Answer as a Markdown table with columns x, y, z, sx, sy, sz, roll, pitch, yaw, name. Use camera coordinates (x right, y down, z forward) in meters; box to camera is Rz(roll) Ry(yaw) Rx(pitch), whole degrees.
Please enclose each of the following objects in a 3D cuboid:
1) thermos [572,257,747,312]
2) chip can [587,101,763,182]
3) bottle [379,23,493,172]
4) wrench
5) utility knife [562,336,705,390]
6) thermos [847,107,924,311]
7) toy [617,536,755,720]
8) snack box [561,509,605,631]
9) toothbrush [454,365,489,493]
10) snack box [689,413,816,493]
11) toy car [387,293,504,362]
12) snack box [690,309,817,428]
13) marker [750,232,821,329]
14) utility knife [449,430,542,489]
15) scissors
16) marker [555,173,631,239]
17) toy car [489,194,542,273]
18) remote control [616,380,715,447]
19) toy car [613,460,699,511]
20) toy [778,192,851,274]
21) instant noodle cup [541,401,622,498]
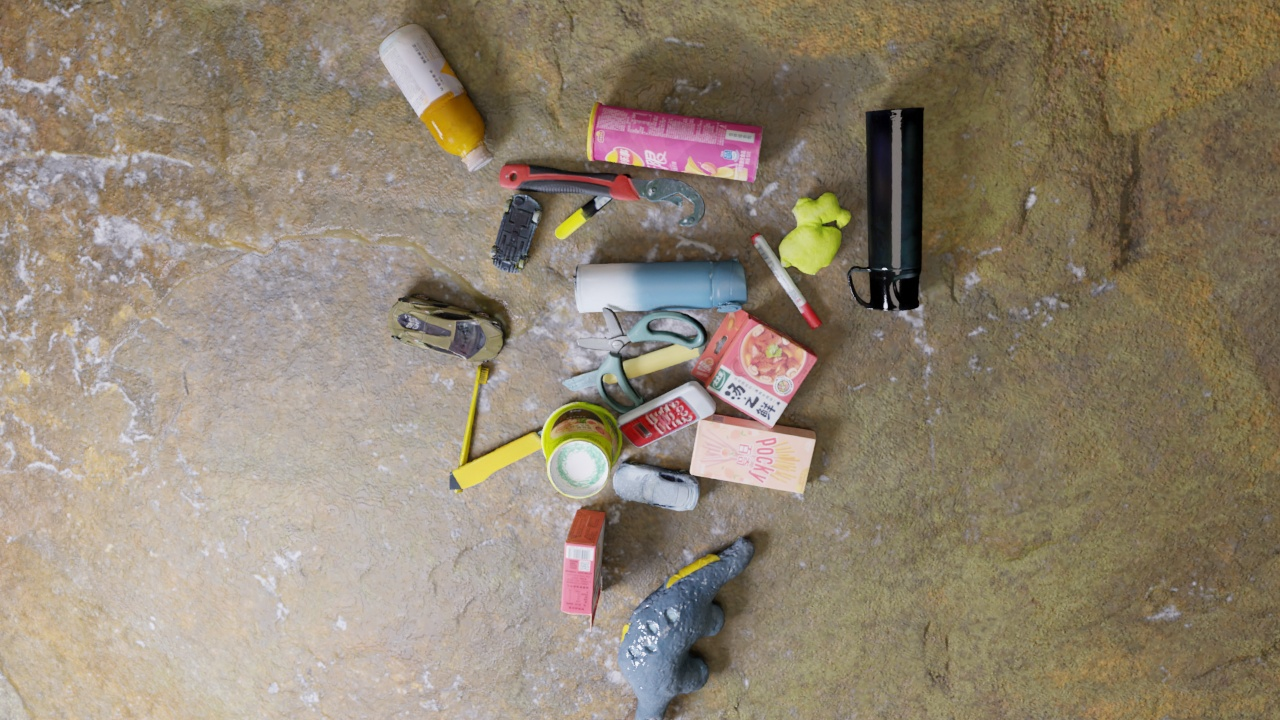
| x | y | z | sx | sy | sz | roll | pitch | yaw | name |
| --- | --- | --- | --- | --- | --- | --- | --- | --- | --- |
| 0.027 | -0.095 | 1.180 | 0.220 | 0.070 | 0.070 | -1 | 103 | 6 | thermos |
| 0.043 | -0.269 | 1.136 | 0.210 | 0.071 | 0.071 | 9 | 104 | 3 | chip can |
| -0.252 | -0.327 | 1.154 | 0.068 | 0.068 | 0.189 | -31 | 98 | 12 | bottle |
| -0.050 | -0.220 | 1.174 | 0.273 | 0.016 | 0.056 | 12 | 92 | 9 | wrench |
| -0.007 | 0.007 | 1.232 | 0.204 | 0.021 | 0.031 | -18 | 97 | 3 | utility knife |
| 0.301 | -0.184 | 1.128 | 0.090 | 0.068 | 0.243 | -2 | 103 | 2 | thermos |
| 0.041 | 0.395 | 1.290 | 0.137 | 0.091 | 0.357 | 14 | 107 | -26 | toy |
| -0.078 | 0.285 | 1.256 | 0.044 | 0.113 | 0.127 | 5 | 103 | 3 | snack box |
| -0.236 | 0.098 | 1.279 | 0.016 | 0.015 | 0.190 | 13 | 104 | -4 | toothbrush |
| 0.150 | 0.124 | 1.235 | 0.157 | 0.026 | 0.084 | 9 | 111 | 5 | snack box |
| -0.262 | -0.042 | 1.237 | 0.158 | 0.042 | 0.070 | 13 | 105 | 0 | toy car |
| 0.147 | 0.008 | 1.203 | 0.127 | 0.044 | 0.113 | 30 | 105 | -1 | snack box |
| 0.188 | -0.103 | 1.187 | 0.017 | 0.017 | 0.145 | -34 | 97 | 12 | marker |
| -0.173 | 0.127 | 1.276 | 0.216 | 0.015 | 0.033 | -26 | 106 | 4 | utility knife |
| 0.005 | 0.003 | 1.205 | 0.171 | 0.019 | 0.170 | -2 | 123 | 6 | scissors |
| -0.061 | -0.200 | 1.192 | 0.124 | 0.015 | 0.018 | -38 | 90 | 10 | marker |
| -0.162 | -0.167 | 1.201 | 0.049 | 0.031 | 0.106 | 20 | 106 | 0 | toy car |
| 0.033 | 0.073 | 1.220 | 0.136 | 0.020 | 0.056 | -27 | 118 | 27 | remote control |
| 0.022 | 0.174 | 1.261 | 0.121 | 0.036 | 0.054 | 11 | 104 | 6 | toy car |
| 0.221 | -0.159 | 1.163 | 0.097 | 0.031 | 0.100 | -11 | 101 | 6 | toy |
| -0.078 | 0.123 | 1.207 | 0.111 | 0.123 | 0.112 | 0 | 103 | -2 | instant noodle cup |
